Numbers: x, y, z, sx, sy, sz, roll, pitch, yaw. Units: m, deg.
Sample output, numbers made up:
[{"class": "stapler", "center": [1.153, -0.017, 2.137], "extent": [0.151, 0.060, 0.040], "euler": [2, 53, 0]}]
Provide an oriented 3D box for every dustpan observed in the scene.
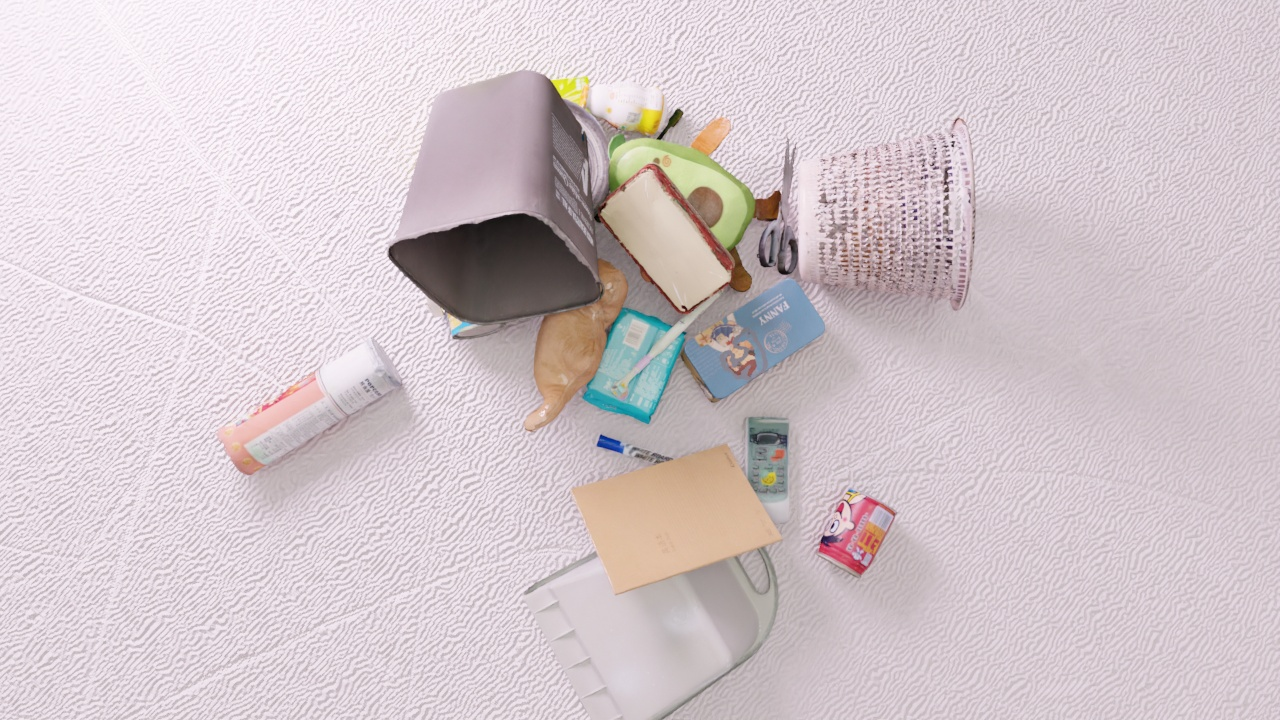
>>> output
[{"class": "dustpan", "center": [0.033, 0.308, 1.133], "extent": [0.258, 0.142, 0.222], "euler": [-33, 84, 24]}]

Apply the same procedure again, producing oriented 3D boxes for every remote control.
[{"class": "remote control", "center": [0.159, 0.138, 1.152], "extent": [0.056, 0.019, 0.135], "euler": [2, 83, -1]}]

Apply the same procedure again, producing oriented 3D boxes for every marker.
[{"class": "marker", "center": [0.016, 0.122, 1.152], "extent": [0.146, 0.017, 0.017], "euler": [18, 82, 1]}]

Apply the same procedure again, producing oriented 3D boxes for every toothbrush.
[{"class": "toothbrush", "center": [-0.002, -0.255, 1.202], "extent": [0.012, 0.017, 0.185], "euler": [37, 85, 1]}, {"class": "toothbrush", "center": [0.035, -0.025, 1.120], "extent": [0.189, 0.029, 0.020], "euler": [-45, 48, -9]}]

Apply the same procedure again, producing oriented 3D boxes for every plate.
[{"class": "plate", "center": [-0.123, -0.247, 1.176], "extent": [0.179, 0.024, 0.179], "euler": [0, 100, 1]}]

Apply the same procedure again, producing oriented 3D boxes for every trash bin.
[{"class": "trash bin", "center": [-0.151, -0.185, 1.039], "extent": [0.199, 0.199, 0.219], "euler": [-8, 62, 18]}, {"class": "trash bin", "center": [0.290, -0.171, 1.111], "extent": [0.192, 0.227, 0.227], "euler": [-1, 82, 11]}]

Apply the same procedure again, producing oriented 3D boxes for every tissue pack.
[{"class": "tissue pack", "center": [-0.007, 0.007, 1.149], "extent": [0.093, 0.050, 0.133], "euler": [23, 83, -1]}]

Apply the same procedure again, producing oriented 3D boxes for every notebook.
[{"class": "notebook", "center": [0.041, 0.182, 1.081], "extent": [0.211, 0.012, 0.149], "euler": [-14, 49, -18]}]

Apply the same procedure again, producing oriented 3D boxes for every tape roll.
[{"class": "tape roll", "center": [-0.259, -0.096, 1.138], "extent": [0.014, 0.086, 0.085], "euler": [-14, 83, -4]}]

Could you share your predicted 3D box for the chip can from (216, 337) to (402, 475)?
[{"class": "chip can", "center": [-0.403, 0.057, 1.124], "extent": [0.214, 0.071, 0.071], "euler": [-32, 84, -5]}]

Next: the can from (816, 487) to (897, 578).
[{"class": "can", "center": [0.263, 0.211, 1.121], "extent": [0.066, 0.066, 0.093], "euler": [29, 83, 2]}]

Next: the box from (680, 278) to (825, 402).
[{"class": "box", "center": [0.145, -0.027, 1.153], "extent": [0.184, 0.061, 0.090], "euler": [-35, 85, -4]}]

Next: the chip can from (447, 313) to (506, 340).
[{"class": "chip can", "center": [-0.226, -0.135, 1.153], "extent": [0.071, 0.071, 0.210], "euler": [-14, 84, -3]}]

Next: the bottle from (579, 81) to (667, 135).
[{"class": "bottle", "center": [-0.022, -0.327, 1.177], "extent": [0.108, 0.063, 0.063], "euler": [8, 82, -14]}]

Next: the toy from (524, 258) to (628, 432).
[{"class": "toy", "center": [-0.087, -0.017, 1.112], "extent": [0.082, 0.143, 0.226], "euler": [23, 84, -18]}]

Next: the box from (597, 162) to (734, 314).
[{"class": "box", "center": [0.033, -0.143, 1.084], "extent": [0.091, 0.080, 0.168], "euler": [-36, 103, 18]}]

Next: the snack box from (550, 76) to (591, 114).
[{"class": "snack box", "center": [-0.141, -0.320, 1.201], "extent": [0.156, 0.026, 0.085], "euler": [-5, 82, -2]}]

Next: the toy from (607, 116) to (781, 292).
[{"class": "toy", "center": [0.063, -0.198, 1.152], "extent": [0.246, 0.090, 0.227], "euler": [26, 86, -10]}]

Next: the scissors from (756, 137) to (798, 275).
[{"class": "scissors", "center": [0.188, -0.194, 1.180], "extent": [0.171, 0.014, 0.146], "euler": [-54, 125, -30]}]
